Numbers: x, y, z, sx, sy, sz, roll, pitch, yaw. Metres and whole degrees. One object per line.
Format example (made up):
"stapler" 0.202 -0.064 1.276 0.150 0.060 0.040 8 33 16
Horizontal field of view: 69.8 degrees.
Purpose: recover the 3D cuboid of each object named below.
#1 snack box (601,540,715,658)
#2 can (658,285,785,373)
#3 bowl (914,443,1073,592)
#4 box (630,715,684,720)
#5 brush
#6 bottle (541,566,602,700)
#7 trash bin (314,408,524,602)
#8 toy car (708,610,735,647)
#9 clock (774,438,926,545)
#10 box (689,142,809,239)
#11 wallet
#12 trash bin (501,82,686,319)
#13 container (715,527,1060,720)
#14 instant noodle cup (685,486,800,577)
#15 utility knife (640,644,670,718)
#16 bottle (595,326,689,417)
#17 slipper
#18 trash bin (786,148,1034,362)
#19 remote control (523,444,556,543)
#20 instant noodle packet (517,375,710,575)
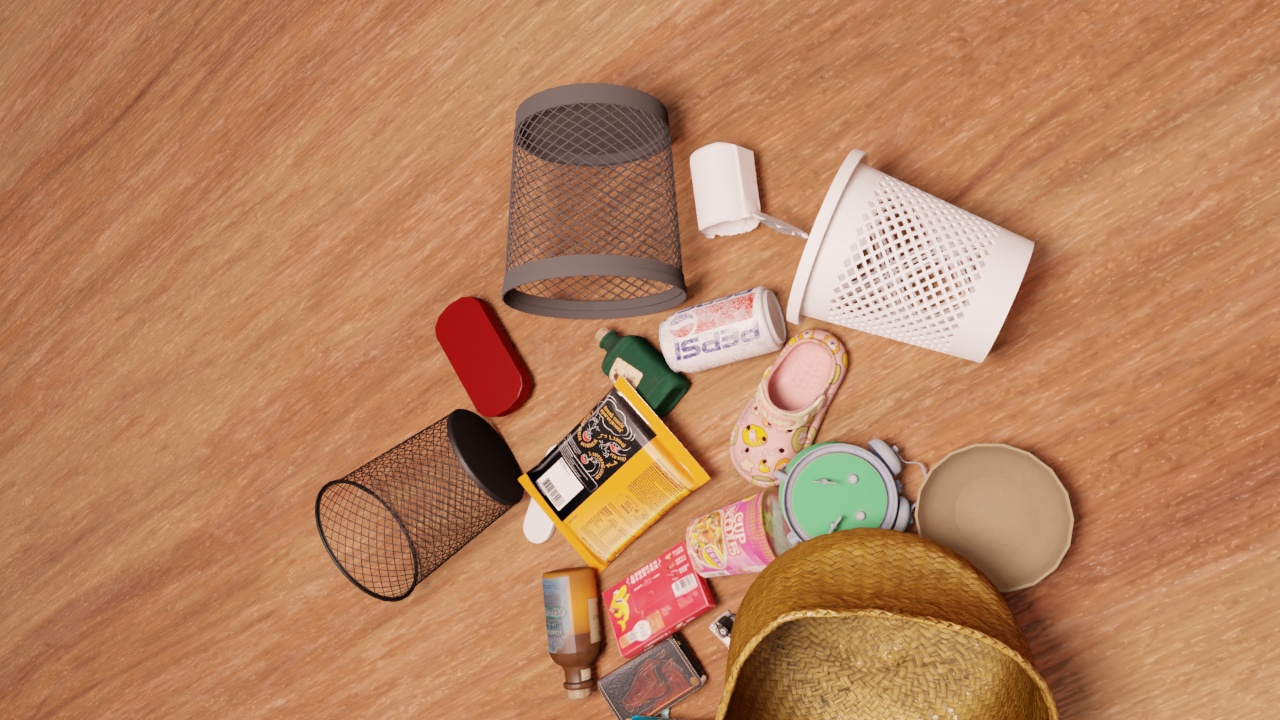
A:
"snack box" 0.020 0.290 1.113 0.133 0.021 0.089 -36 50 18
"can" 0.097 -0.034 1.089 0.136 0.078 0.078 -16 79 23
"bowl" 0.370 0.163 0.963 0.152 0.050 0.152 -2 85 24
"box" 0.094 0.469 1.060 0.227 0.041 0.094 -1 89 17
"brush" -0.210 -0.005 1.247 0.082 0.041 0.173 -38 72 17
"bottle" -0.083 0.341 1.147 0.068 0.067 0.157 -10 82 24
"trash bin" -0.278 0.180 1.196 0.210 0.184 0.184 -35 73 12
"toy car" 0.127 0.346 1.070 0.113 0.039 0.039 41 124 22
"clock" 0.234 0.147 1.005 0.161 0.075 0.122 -11 88 3
"box" 0.127 -0.193 1.079 0.142 0.083 0.140 -9 83 36
"wallet" 0.013 0.389 1.110 0.123 0.019 0.072 -38 81 18
"trash bin" -0.057 -0.184 1.103 0.218 0.217 0.227 -6 79 24
"container" 0.226 0.324 0.903 0.307 0.196 0.307 3 107 11
"instant noodle cup" 0.115 0.205 1.059 0.109 0.097 0.097 -20 78 29
"utility knife" 0.020 0.392 1.127 0.022 0.015 0.126 -18 82 22
"bottle" -0.007 0.007 1.142 0.131 0.061 0.061 44 106 21
"slipper" 0.162 0.051 1.053 0.093 0.081 0.197 29 96 25
"trash bin" 0.284 -0.096 0.962 0.200 0.195 0.195 23 95 15
"remote control" -0.119 0.175 1.207 0.043 0.013 0.136 20 94 25
"instant noodle packet" -0.039 0.147 1.136 0.160 0.032 0.221 49 118 8
